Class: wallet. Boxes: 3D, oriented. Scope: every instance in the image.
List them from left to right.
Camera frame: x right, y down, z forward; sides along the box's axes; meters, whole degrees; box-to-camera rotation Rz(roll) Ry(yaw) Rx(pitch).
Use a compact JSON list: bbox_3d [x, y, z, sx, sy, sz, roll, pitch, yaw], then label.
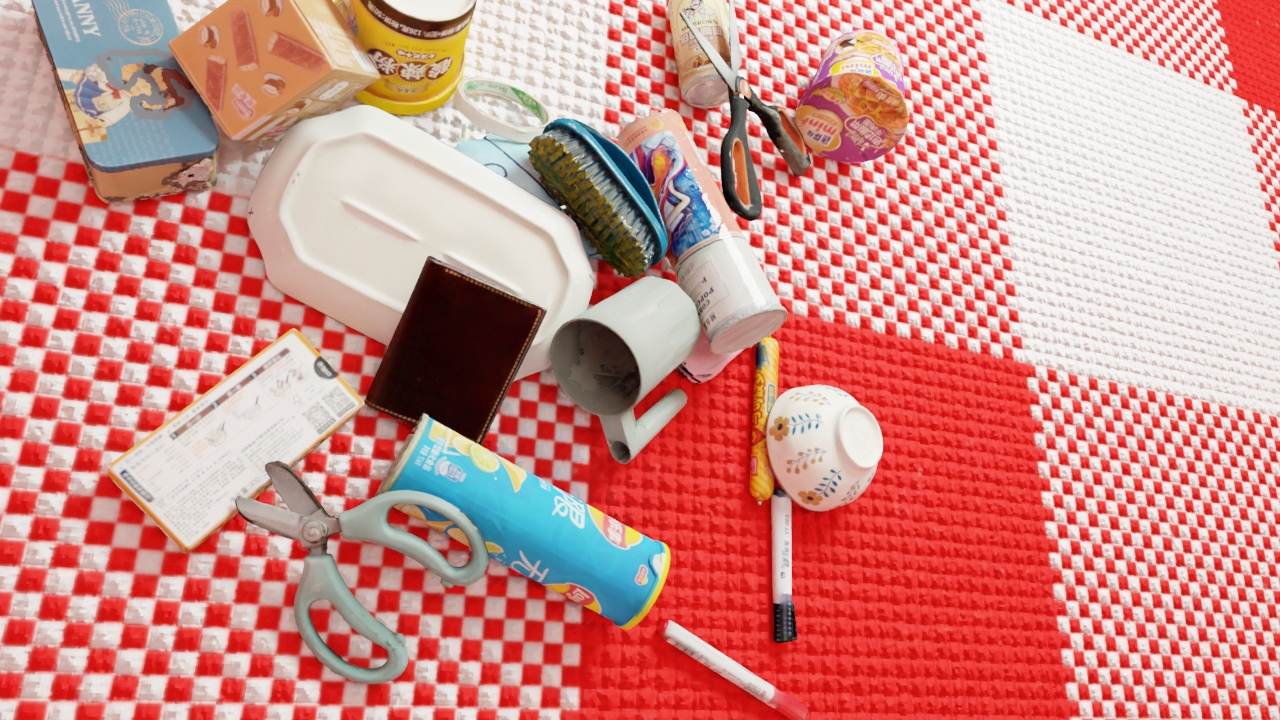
[{"bbox_3d":[-0.137,-0.004,0.682,0.096,0.020,0.122,23,102,-19],"label":"wallet"}]

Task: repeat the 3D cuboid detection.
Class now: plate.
[{"bbox_3d":[-0.160,-0.085,0.698,0.265,0.034,0.162,29,83,-15],"label":"plate"}]

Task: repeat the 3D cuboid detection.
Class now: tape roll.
[{"bbox_3d":[-0.116,-0.215,0.783,0.085,0.014,0.085,19,35,-14],"label":"tape roll"}]

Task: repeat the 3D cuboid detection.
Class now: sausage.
[{"bbox_3d":[0.111,0.049,0.820,0.021,0.022,0.165,14,67,-21],"label":"sausage"}]

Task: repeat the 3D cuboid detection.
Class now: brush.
[{"bbox_3d":[-0.027,-0.139,0.755,0.144,0.055,0.073,50,51,-11],"label":"brush"}]

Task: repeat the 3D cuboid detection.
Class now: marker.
[{"bbox_3d":[0.074,0.250,0.737,0.145,0.017,0.017,35,61,-11],"label":"marker"},{"bbox_3d":[0.123,0.174,0.785,0.022,0.018,0.130,12,69,-23],"label":"marker"}]

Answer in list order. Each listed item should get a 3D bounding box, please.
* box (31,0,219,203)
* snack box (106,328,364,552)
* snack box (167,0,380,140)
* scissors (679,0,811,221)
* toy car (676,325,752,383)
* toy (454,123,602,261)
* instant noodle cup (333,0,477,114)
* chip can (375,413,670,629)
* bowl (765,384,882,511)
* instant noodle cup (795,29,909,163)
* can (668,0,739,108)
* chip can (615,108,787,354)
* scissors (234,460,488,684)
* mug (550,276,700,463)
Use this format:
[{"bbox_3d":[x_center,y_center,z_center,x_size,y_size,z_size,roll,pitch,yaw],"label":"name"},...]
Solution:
[{"bbox_3d":[-0.371,-0.208,0.657,0.089,0.062,0.184,-21,84,-30],"label":"box"},{"bbox_3d":[-0.274,0.053,0.633,0.075,0.026,0.153,48,60,-4],"label":"snack box"},{"bbox_3d":[-0.262,-0.217,0.666,0.094,0.092,0.077,-30,100,10],"label":"snack box"},{"bbox_3d":[0.104,-0.234,0.858,0.220,0.022,0.233,18,67,-50],"label":"scissors"},{"bbox_3d":[0.076,-0.029,0.823,0.122,0.037,0.056,-41,91,-29],"label":"toy car"},{"bbox_3d":[-0.093,-0.135,0.771,0.161,0.050,0.156,-34,91,-34],"label":"toy"},{"bbox_3d":[-0.188,-0.278,0.737,0.118,0.115,0.118,9,69,-24],"label":"instant noodle cup"},{"bbox_3d":[-0.084,0.120,0.674,0.210,0.071,0.071,31,62,-13],"label":"chip can"},{"bbox_3d":[0.170,0.072,0.804,0.113,0.062,0.113,14,67,-34],"label":"bowl"},{"bbox_3d":[0.223,-0.276,0.942,0.111,0.112,0.099,29,54,-14],"label":"instant noodle cup"},{"bbox_3d":[0.061,-0.311,0.899,0.058,0.059,0.116,0,73,-26],"label":"can"},{"bbox_3d":[0.049,-0.114,0.796,0.071,0.071,0.214,-13,68,-29],"label":"chip can"},{"bbox_3d":[-0.180,0.123,0.617,0.172,0.019,0.176,-30,97,-2],"label":"scissors"},{"bbox_3d":[-0.004,0.004,0.742,0.103,0.084,0.124,-39,120,-49],"label":"mug"}]
